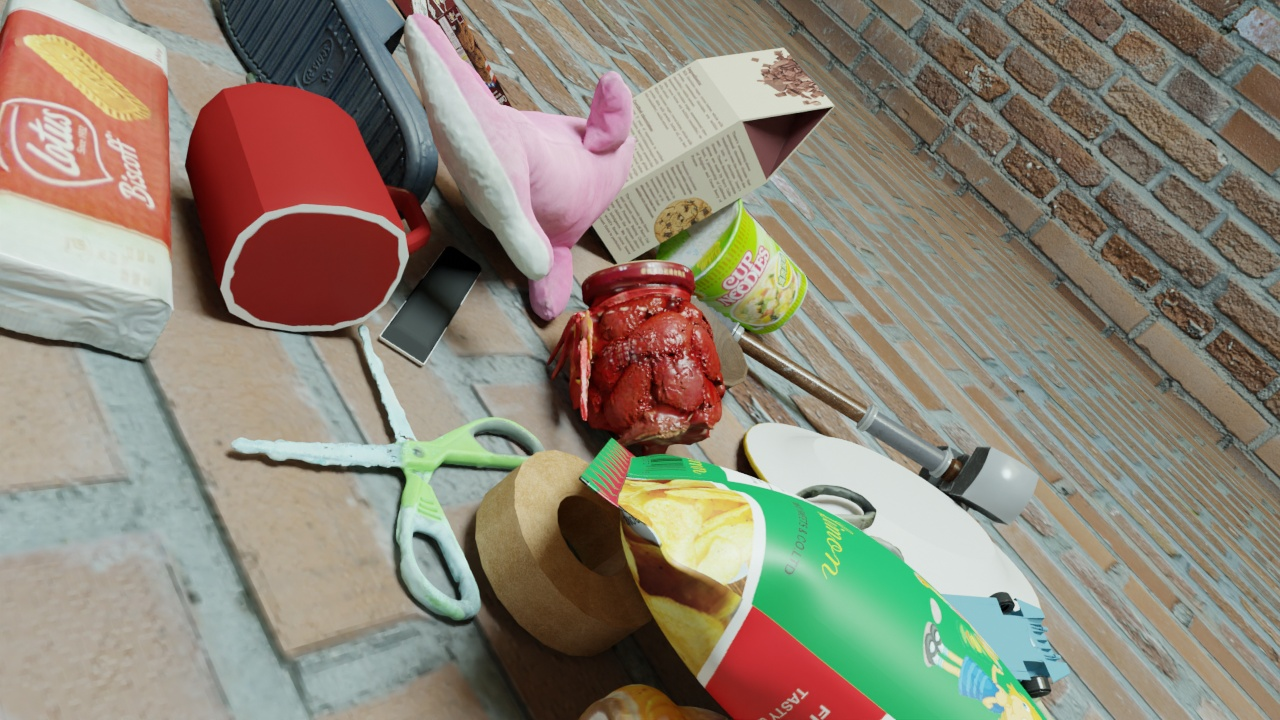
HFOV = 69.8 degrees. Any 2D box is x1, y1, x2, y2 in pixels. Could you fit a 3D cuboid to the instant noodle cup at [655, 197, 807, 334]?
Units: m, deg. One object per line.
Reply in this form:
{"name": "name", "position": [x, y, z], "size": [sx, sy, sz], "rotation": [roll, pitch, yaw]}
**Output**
{"name": "instant noodle cup", "position": [0.084, -0.078, 0.791], "size": [0.108, 0.099, 0.098], "rotation": [34, 26, -31]}

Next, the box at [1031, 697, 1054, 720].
{"name": "box", "position": [0.196, 0.229, 0.510], "size": [0.117, 0.050, 0.205], "rotation": [8, 40, -42]}

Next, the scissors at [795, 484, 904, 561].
{"name": "scissors", "position": [0.077, 0.104, 0.520], "size": [0.169, 0.013, 0.132], "rotation": [-17, 45, -42]}

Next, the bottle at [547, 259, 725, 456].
{"name": "bottle", "position": [-0.003, 0.003, 0.547], "size": [0.098, 0.099, 0.111], "rotation": [8, 70, -48]}

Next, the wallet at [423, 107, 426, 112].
{"name": "wallet", "position": [-0.125, -0.186, 0.765], "size": [0.115, 0.018, 0.091], "rotation": [32, 28, -23]}

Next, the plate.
{"name": "plate", "position": [0.178, 0.102, 0.643], "size": [0.229, 0.021, 0.229], "rotation": [25, 16, -8]}

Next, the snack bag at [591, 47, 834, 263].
{"name": "snack bag", "position": [0.045, -0.178, 0.745], "size": [0.070, 0.206, 0.094], "rotation": [54, 10, -49]}

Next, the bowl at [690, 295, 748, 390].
{"name": "bowl", "position": [0.025, -0.015, 0.678], "size": [0.118, 0.030, 0.117], "rotation": [31, 28, -19]}

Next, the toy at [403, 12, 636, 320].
{"name": "toy", "position": [-0.057, -0.130, 0.586], "size": [0.186, 0.128, 0.265], "rotation": [63, 6, -1]}

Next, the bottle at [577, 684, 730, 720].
{"name": "bottle", "position": [0.024, 0.169, 0.355], "size": [0.108, 0.063, 0.063], "rotation": [28, 29, -21]}

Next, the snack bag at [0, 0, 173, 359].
{"name": "snack bag", "position": [-0.259, -0.096, 0.421], "size": [0.077, 0.041, 0.225], "rotation": [19, 32, -41]}

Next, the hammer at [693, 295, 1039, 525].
{"name": "hammer", "position": [0.150, 0.026, 0.742], "size": [0.322, 0.043, 0.156], "rotation": [32, -4, 3]}

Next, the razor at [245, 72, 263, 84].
{"name": "razor", "position": [-0.223, -0.146, 0.566], "size": [0.042, 0.026, 0.106], "rotation": [2, 41, -48]}

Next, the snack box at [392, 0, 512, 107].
{"name": "snack box", "position": [-0.137, -0.225, 0.673], "size": [0.051, 0.032, 0.141], "rotation": [54, -2, 17]}

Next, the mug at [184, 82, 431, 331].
{"name": "mug", "position": [-0.160, -0.075, 0.467], "size": [0.116, 0.081, 0.096], "rotation": [3, 44, -41]}

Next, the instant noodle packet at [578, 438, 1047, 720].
{"name": "instant noodle packet", "position": [0.081, 0.118, 0.382], "size": [0.252, 0.090, 0.195], "rotation": [39, 0, 2]}

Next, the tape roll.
{"name": "tape roll", "position": [-0.032, 0.089, 0.431], "size": [0.094, 0.027, 0.093], "rotation": [38, 27, -24]}

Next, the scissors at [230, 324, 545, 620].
{"name": "scissors", "position": [-0.106, 0.045, 0.432], "size": [0.171, 0.021, 0.172], "rotation": [6, 47, -46]}

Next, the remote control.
{"name": "remote control", "position": [-0.120, -0.037, 0.543], "size": [0.028, 0.012, 0.124], "rotation": [34, 27, -13]}

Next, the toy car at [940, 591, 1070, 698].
{"name": "toy car", "position": [0.181, 0.160, 0.512], "size": [0.107, 0.028, 0.060], "rotation": [9, 44, -18]}

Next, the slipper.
{"name": "slipper", "position": [-0.189, -0.199, 0.606], "size": [0.082, 0.101, 0.263], "rotation": [-6, 55, -54]}
